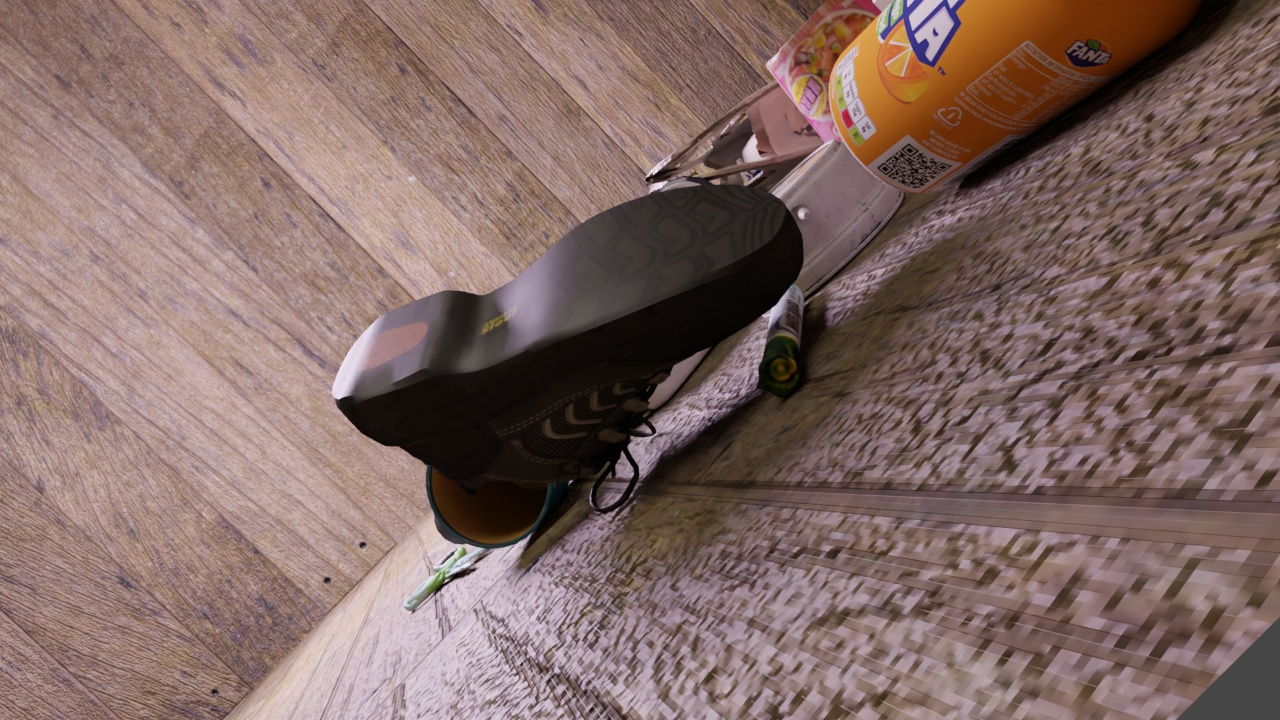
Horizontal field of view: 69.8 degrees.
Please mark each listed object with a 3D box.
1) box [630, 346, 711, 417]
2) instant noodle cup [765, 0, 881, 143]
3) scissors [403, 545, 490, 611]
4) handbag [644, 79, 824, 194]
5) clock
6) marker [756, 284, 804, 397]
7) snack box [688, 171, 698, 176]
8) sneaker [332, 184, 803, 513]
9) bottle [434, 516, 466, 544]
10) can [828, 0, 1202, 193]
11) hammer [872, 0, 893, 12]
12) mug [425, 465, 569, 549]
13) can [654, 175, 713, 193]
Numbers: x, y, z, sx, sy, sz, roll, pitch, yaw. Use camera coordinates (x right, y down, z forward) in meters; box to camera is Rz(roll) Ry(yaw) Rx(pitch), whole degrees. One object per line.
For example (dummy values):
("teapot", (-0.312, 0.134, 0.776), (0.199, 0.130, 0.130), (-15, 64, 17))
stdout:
("box", (0.003, 0.010, 0.647), (0.102, 0.076, 0.107), (-50, 5, -39))
("instant noodle cup", (0.139, -0.167, 0.561), (0.098, 0.108, 0.097), (-45, 5, 5))
("scissors", (-0.153, 0.168, 0.767), (0.078, 0.033, 0.176), (-45, 8, -36))
("handbag", (0.103, -0.157, 0.702), (0.199, 0.093, 0.201), (-23, 1, -6))
("clock", (0.082, -0.075, 0.541), (0.103, 0.061, 0.157), (-47, 7, -25))
("marker", (0.065, -0.014, 0.415), (0.017, 0.017, 0.146), (-43, 5, 19))
("snack box", (0.052, -0.102, 0.798), (0.032, 0.101, 0.185), (-43, 5, 26))
("sneaker", (-0.019, 0.017, 0.455), (0.238, 0.143, 0.100), (-20, 37, 18))
("bottle", (-0.144, 0.128, 0.804), (0.047, 0.047, 0.112), (-44, -3, 7))
("can", (0.143, -0.129, 0.360), (0.079, 0.079, 0.143), (-47, 5, -28))
("hammer", (0.233, -0.232, 0.341), (0.190, 0.100, 0.325), (-45, 4, -6))
("mug", (-0.098, 0.063, 0.617), (0.084, 0.112, 0.104), (-63, -6, 11))
("can", (0.056, -0.087, 0.654), (0.064, 0.064, 0.127), (-43, -23, 21))
